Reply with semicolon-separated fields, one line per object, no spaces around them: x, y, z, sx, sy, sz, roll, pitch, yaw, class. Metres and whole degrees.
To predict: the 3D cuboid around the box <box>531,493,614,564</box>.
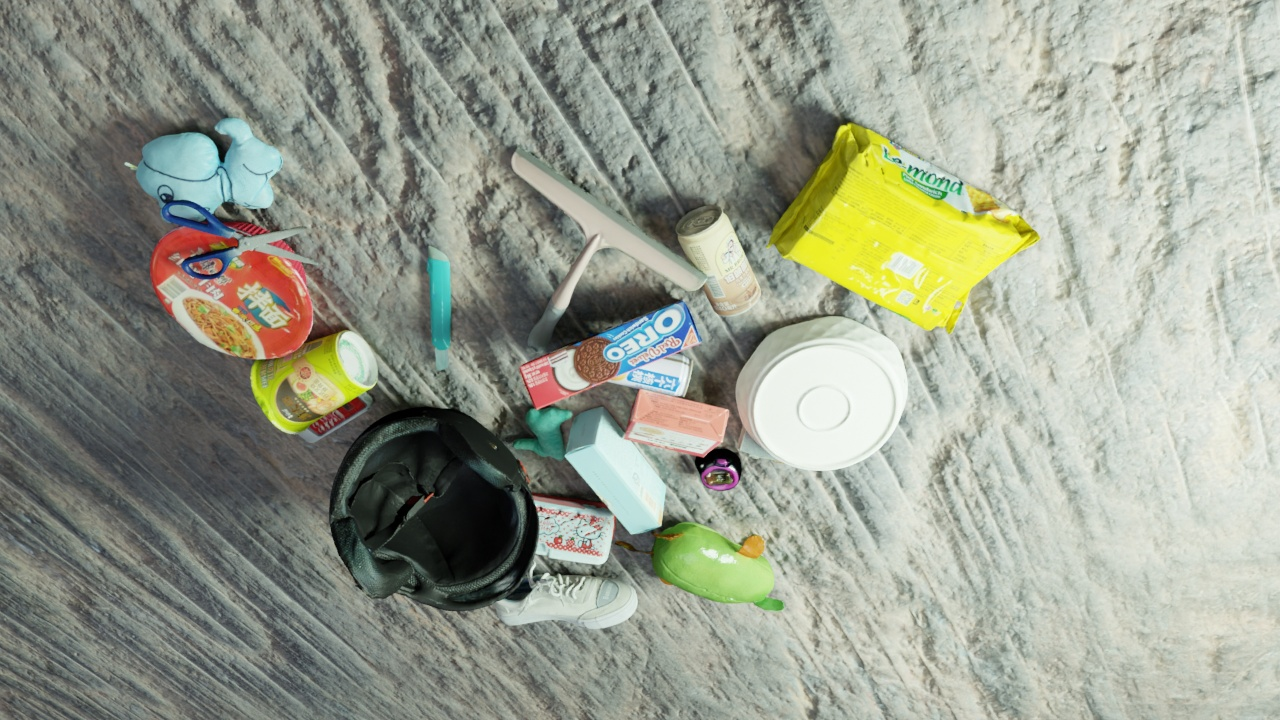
-0.140;0.242;1.302;0.201;0.098;0.095;8;130;2;box

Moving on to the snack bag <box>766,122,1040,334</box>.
0.267;-0.128;0.959;0.246;0.068;0.158;24;129;-13;snack bag

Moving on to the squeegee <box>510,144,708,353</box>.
-0.086;-0.077;1.053;0.247;0.040;0.250;34;135;-2;squeegee

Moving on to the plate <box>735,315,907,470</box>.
0.219;0.049;1.098;0.205;0.045;0.205;1;117;3;plate

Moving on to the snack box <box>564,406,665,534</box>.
-0.030;0.149;1.224;0.052;0.074;0.175;-21;123;23;snack box

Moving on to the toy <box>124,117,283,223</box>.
-0.484;-0.207;1.016;0.156;0.049;0.162;22;124;-12;toy

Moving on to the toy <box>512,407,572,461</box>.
-0.130;0.100;1.229;0.096;0.030;0.092;1;127;15;toy

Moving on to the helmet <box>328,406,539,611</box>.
-0.260;0.184;1.181;0.233;0.230;0.275;-40;109;0;helmet

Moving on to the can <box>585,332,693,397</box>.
-0.007;0.007;1.117;0.134;0.053;0.053;13;130;-3;can

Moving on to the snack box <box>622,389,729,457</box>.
0.042;0.081;1.156;0.113;0.044;0.127;13;165;-3;snack box

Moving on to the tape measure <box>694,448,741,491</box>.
0.106;0.147;1.225;0.058;0.039;0.057;-11;127;16;tape measure

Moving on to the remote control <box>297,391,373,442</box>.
-0.427;0.070;1.253;0.136;0.020;0.056;-28;121;27;remote control

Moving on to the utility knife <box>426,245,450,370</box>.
-0.246;-0.060;1.124;0.029;0.013;0.187;10;128;2;utility knife

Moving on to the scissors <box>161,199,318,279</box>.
-0.448;-0.134;1.011;0.163;0.012;0.163;-31;118;26;scissors

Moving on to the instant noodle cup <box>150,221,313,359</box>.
-0.476;-0.094;1.097;0.194;0.065;0.194;3;129;4;instant noodle cup

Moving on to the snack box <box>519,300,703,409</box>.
-0.034;-0.008;1.059;0.207;0.058;0.057;-22;94;0;snack box

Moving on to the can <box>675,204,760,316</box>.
0.086;-0.108;1.007;0.059;0.058;0.116;-17;125;20;can

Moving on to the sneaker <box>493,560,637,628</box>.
-0.124;0.351;1.403;0.243;0.089;0.091;-7;124;22;sneaker

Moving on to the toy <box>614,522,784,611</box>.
0.092;0.288;1.311;0.246;0.089;0.228;28;145;-23;toy

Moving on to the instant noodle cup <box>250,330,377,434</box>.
-0.405;0.019;1.159;0.124;0.111;0.112;-23;123;15;instant noodle cup

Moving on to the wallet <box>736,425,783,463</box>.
0.197;0.087;1.166;0.129;0.036;0.107;12;119;-3;wallet
